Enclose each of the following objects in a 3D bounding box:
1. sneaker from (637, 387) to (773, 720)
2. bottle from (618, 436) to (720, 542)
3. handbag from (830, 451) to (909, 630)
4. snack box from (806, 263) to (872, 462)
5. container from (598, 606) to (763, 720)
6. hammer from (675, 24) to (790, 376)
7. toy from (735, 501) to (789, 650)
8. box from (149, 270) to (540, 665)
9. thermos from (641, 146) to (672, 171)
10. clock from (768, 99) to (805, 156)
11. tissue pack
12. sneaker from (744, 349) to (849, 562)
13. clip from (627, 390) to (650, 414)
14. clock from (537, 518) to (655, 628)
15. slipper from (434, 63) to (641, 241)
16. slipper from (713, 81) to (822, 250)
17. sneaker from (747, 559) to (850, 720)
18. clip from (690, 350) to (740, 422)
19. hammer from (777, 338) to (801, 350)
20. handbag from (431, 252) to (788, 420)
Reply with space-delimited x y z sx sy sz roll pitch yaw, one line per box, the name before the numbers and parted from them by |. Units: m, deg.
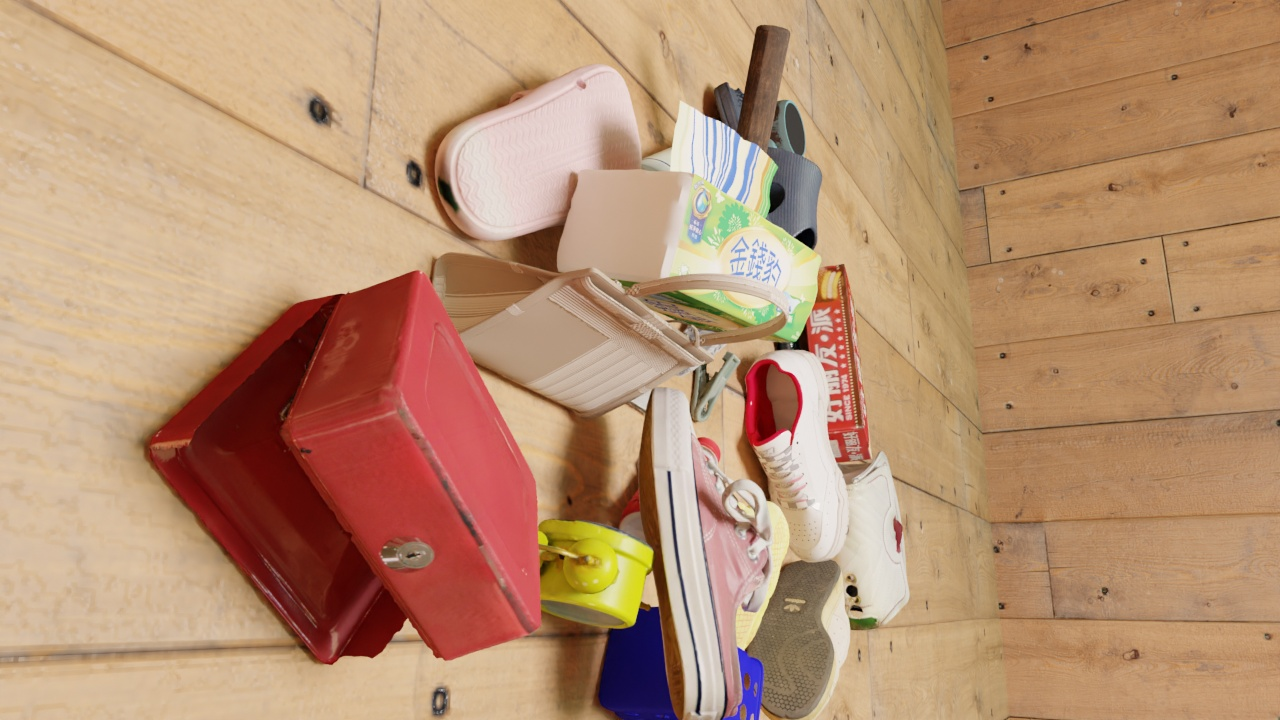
sneaker | 0.051 0.128 0.650 0.118 0.088 0.240 105 -21 -63
bottle | 0.034 0.111 0.775 0.137 0.062 0.062 -48 125 -56
handbag | 0.286 0.228 1.188 0.141 0.096 0.198 -32 113 -59
snack box | 0.253 0.004 1.185 0.113 0.060 0.236 54 32 -57
container | 0.033 0.251 0.711 0.113 0.085 0.084 52 39 -42
hammer | 0.080 -0.145 0.827 0.217 0.037 0.301 -37 140 -61
toy | 0.098 0.205 0.876 0.170 0.065 0.155 -53 142 -45
box | -0.113 0.050 0.447 0.136 0.127 0.157 -70 142 -50
thermos | 0.039 -0.167 0.853 0.229 0.068 0.068 -41 119 -57
clock | 0.161 -0.280 1.129 0.124 0.053 0.090 -13 94 -60
tissue pack | 0.050 -0.103 0.678 0.197 0.120 0.141 19 84 -58
sneaker | 0.158 0.105 0.995 0.104 0.090 0.236 -2 86 -53
clip | -0.005 0.007 0.759 0.101 0.044 0.054 35 65 -56
clock | -0.041 0.136 0.605 0.119 0.083 0.057 49 49 -50
slipper | -0.065 -0.146 0.660 0.220 0.056 0.107 -38 117 -47
slipper | 0.151 -0.196 0.991 0.101 0.082 0.263 46 26 -65
sneaker | 0.172 0.313 0.973 0.240 0.089 0.102 -52 136 -60
clip | 0.066 0.026 0.895 0.023 0.061 0.075 39 65 -50
hammer | 0.171 -0.061 1.117 0.130 0.032 0.319 -35 114 -61
handbag | -0.002 -0.022 0.590 0.175 0.198 0.062 33 54 -55
